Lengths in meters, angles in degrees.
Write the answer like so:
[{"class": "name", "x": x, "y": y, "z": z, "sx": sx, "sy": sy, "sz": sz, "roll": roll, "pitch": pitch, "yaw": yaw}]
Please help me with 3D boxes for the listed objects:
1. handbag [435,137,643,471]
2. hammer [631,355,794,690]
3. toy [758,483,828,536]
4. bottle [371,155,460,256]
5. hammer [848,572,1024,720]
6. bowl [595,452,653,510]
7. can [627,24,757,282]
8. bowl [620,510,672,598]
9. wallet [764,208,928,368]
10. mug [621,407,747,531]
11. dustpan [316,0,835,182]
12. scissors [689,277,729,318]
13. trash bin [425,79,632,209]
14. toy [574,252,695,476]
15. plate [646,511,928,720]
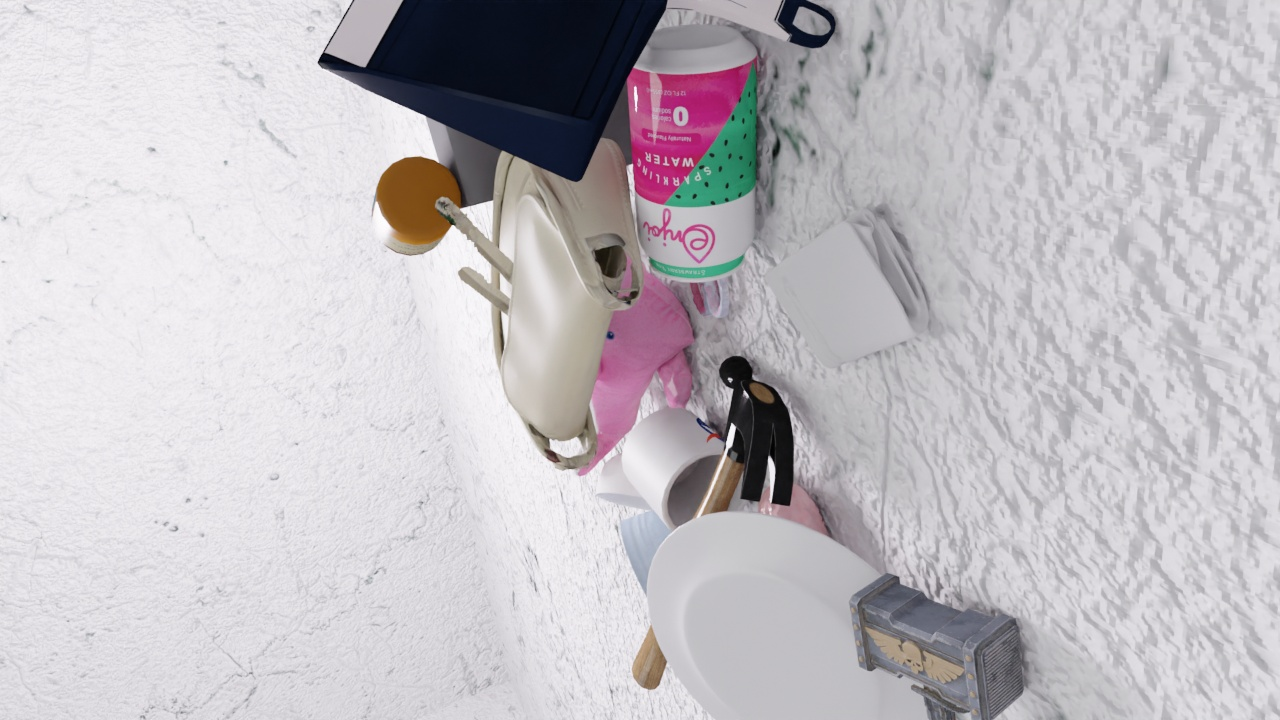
[{"class": "handbag", "x": -0.081, "y": -0.046, "z": 0.720, "sx": 0.230, "sy": 0.131, "sz": 0.184, "roll": 105, "pitch": 150, "yaw": -44}, {"class": "hammer", "x": 0.050, "y": 0.159, "z": 0.768, "sx": 0.132, "sy": 0.040, "sz": 0.306, "roll": -111, "pitch": 36, "yaw": -60}, {"class": "toy", "x": 0.120, "y": 0.150, "z": 0.743, "sx": 0.105, "sy": 0.053, "sz": 0.108, "roll": 151, "pitch": 106, "yaw": -80}, {"class": "bottle", "x": -0.201, "y": -0.128, "z": 0.807, "sx": 0.157, "sy": 0.067, "sz": 0.068, "roll": 173, "pitch": 81, "yaw": -71}, {"class": "hammer", "x": 0.207, "y": 0.302, "z": 0.602, "sx": 0.099, "sy": 0.044, "sz": 0.322, "roll": 10, "pitch": 116, "yaw": 54}, {"class": "bowl", "x": 0.009, "y": 0.125, "z": 0.961, "sx": 0.105, "sy": 0.105, "sz": 0.054, "roll": 137, "pitch": 146, "yaw": -69}, {"class": "can", "x": 0.038, "y": -0.146, "z": 0.654, "sx": 0.088, "sy": 0.088, "sz": 0.166, "roll": -131, "pitch": 30, "yaw": -51}, {"class": "bowl", "x": 0.050, "y": 0.206, "z": 0.910, "sx": 0.150, "sy": 0.075, "sz": 0.150, "roll": 58, "pitch": -174, "yaw": -10}, {"class": "wallet", "x": 0.131, "y": -0.042, "z": 0.579, "sx": 0.086, "sy": 0.032, "sz": 0.116, "roll": 62, "pitch": 159, "yaw": -1}, {"class": "mug", "x": 0.047, "y": 0.114, "z": 0.860, "sx": 0.090, "sy": 0.091, "sz": 0.121, "roll": 43, "pitch": 162, "yaw": 56}, {"class": "dustpan", "x": -0.020, "y": -0.235, "z": 0.555, "sx": 0.080, "sy": 0.273, "sz": 0.236, "roll": 129, "pitch": 164, "yaw": -72}, {"class": "scissors", "x": 0.048, "y": -0.121, "z": 0.769, "sx": 0.076, "sy": 0.017, "sz": 0.174, "roll": -156, "pitch": 55, "yaw": -70}, {"class": "trash bin", "x": -0.101, "y": -0.261, "z": 0.791, "sx": 0.098, "sy": 0.191, "sz": 0.220, "roll": 16, "pitch": 122, "yaw": 68}, {"class": "toy", "x": -0.005, "y": 0.005, "z": 0.907, "sx": 0.128, "sy": 0.186, "sz": 0.266, "roll": 21, "pitch": 140, "yaw": 11}, {"class": "plate", "x": 0.105, "y": 0.223, "z": 0.693, "sx": 0.243, "sy": 0.016, "sz": 0.243, "roll": 17, "pitch": 123, "yaw": 28}]
